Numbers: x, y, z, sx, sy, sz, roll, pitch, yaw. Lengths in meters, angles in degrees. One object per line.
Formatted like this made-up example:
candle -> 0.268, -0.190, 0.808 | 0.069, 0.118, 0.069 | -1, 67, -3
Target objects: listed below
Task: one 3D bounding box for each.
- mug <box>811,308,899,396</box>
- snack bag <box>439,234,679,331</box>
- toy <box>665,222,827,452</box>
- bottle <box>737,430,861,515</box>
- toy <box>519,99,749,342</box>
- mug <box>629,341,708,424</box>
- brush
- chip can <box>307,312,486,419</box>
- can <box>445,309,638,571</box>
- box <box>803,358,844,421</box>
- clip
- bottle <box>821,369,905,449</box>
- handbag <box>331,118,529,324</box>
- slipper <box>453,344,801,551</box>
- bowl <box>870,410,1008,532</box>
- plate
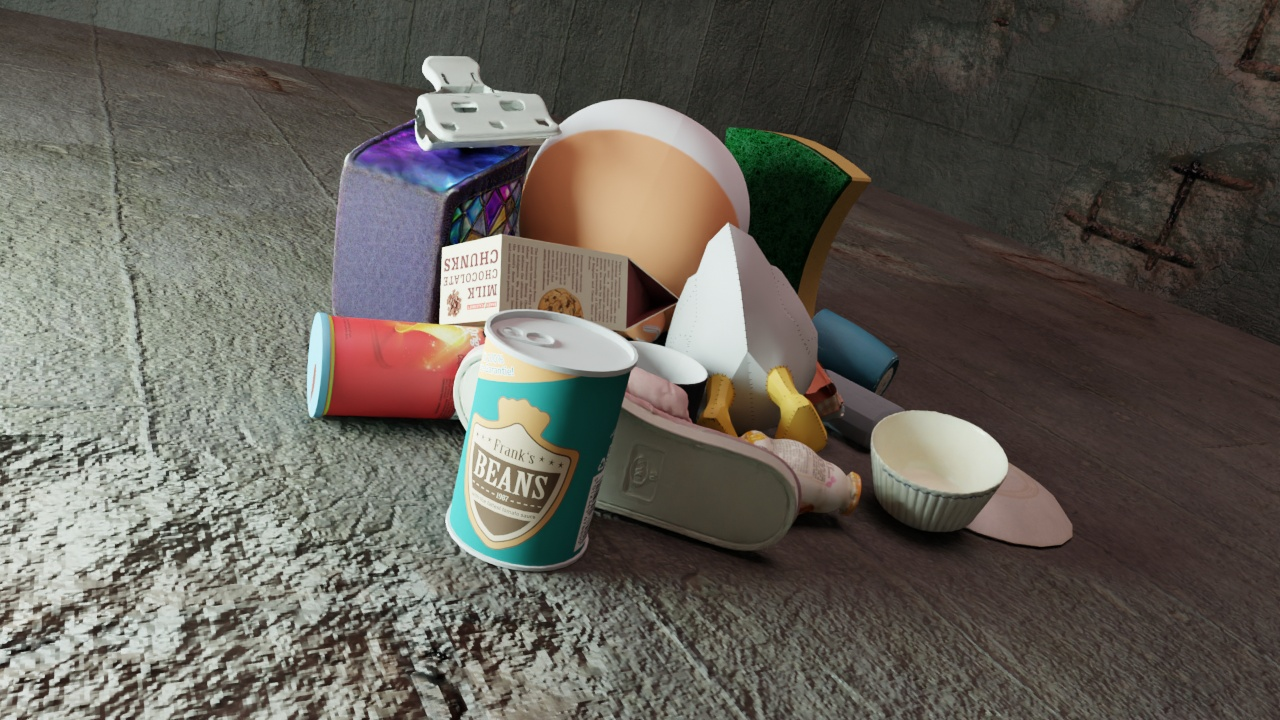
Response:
mug -> 0.234, 0.008, 1.069 | 0.104, 0.085, 0.111 | 31, 53, 24
snack bag -> -0.069, -0.062, 0.848 | 0.206, 0.070, 0.095 | 4, -3, -42
toy -> 0.093, -0.018, 0.876 | 0.141, 0.247, 0.267 | -7, 39, 2
bottle -> 0.124, 0.097, 0.753 | 0.108, 0.063, 0.063 | 15, 20, -5
toy -> -0.015, -0.148, 1.052 | 0.263, 0.267, 0.279 | 25, 50, -5
mug -> 0.006, 0.038, 0.775 | 0.085, 0.095, 0.121 | 18, 20, 6
brush -> 0.181, -0.185, 1.275 | 0.195, 0.251, 0.075 | 32, 25, 30
chip can -> -0.155, 0.010, 0.750 | 0.213, 0.087, 0.087 | 4, 23, -26
can -> -0.067, 0.051, 0.612 | 0.099, 0.144, 0.099 | 13, 20, -5
box -> 0.162, -0.001, 0.965 | 0.058, 0.053, 0.186 | 7, 27, -20
clip -> -0.161, -0.235, 0.883 | 0.124, 0.082, 0.147 | -10, 36, -34
bottle -> 0.200, 0.039, 0.988 | 0.072, 0.046, 0.161 | -6, 29, -45
handbag -> -0.199, -0.129, 0.935 | 0.125, 0.205, 0.221 | 20, 27, 13
slipper -> -0.011, 0.060, 0.688 | 0.274, 0.114, 0.054 | 24, 25, 5
bowl -> 0.255, 0.102, 0.805 | 0.115, 0.063, 0.115 | 2, 32, -2
plate -> 0.330, 0.118, 0.895 | 0.188, 0.027, 0.188 | 13, 20, -5
